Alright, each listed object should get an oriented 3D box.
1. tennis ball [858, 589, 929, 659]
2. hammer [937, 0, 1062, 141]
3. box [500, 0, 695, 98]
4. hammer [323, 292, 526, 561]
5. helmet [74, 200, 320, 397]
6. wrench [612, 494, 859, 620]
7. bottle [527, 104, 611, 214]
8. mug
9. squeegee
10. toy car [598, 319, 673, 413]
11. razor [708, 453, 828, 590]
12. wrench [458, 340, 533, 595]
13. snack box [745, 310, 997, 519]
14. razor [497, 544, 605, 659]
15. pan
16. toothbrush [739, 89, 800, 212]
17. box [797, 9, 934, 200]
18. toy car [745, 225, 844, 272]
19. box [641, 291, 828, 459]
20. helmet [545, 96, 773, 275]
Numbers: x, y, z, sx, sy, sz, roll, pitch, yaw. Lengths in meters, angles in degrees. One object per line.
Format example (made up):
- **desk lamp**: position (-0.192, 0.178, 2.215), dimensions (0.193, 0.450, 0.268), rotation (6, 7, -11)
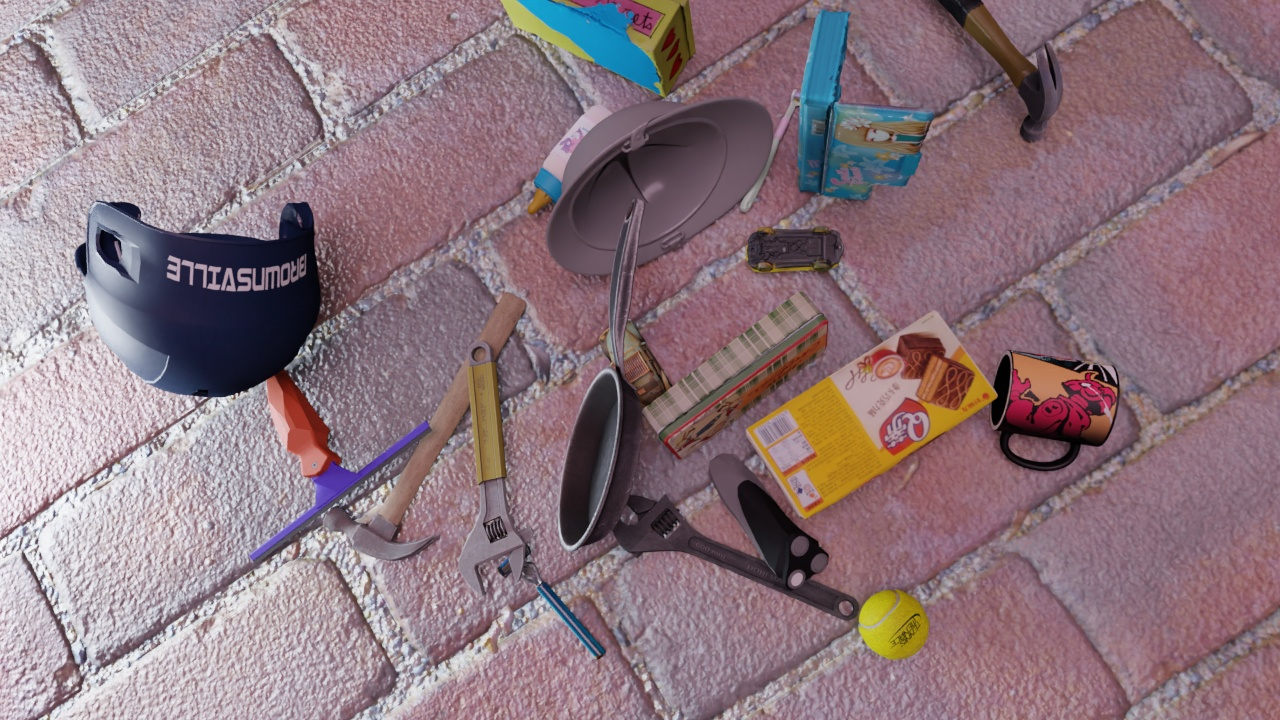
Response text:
- **tennis ball**: position (0.248, 0.258, 0.899), dimensions (0.065, 0.065, 0.065), rotation (-2, 79, 8)
- **hammer**: position (0.345, -0.392, 0.995), dimensions (0.025, 0.118, 0.333), rotation (-30, 71, -1)
- **box**: position (-0.050, -0.395, 1.040), dimensions (0.221, 0.124, 0.081), rotation (27, 86, 14)
- **hammer**: position (-0.221, 0.071, 1.028), dimensions (0.119, 0.031, 0.331), rotation (28, 81, 12)
- **helmet**: position (-0.477, -0.077, 0.998), dimensions (0.272, 0.231, 0.223), rotation (38, 123, 36)
- **wrench**: position (0.095, 0.208, 0.954), dimensions (0.273, 0.018, 0.073), rotation (21, 74, 10)
- **bottle**: position (-0.080, -0.223, 1.046), dimensions (0.051, 0.051, 0.146), rotation (39, 87, 13)
- **mug**: position (0.406, 0.054, 0.914), dimensions (0.098, 0.081, 0.118), rotation (9, 108, 10)
- **squeegee**: position (-0.379, 0.078, 1.030), dimensions (0.249, 0.055, 0.184), rotation (-37, 65, 3)
- **toy car**: position (-0.006, 0.006, 0.993), dimensions (0.047, 0.047, 0.112), rotation (-33, 76, 4)
- **razor**: position (0.124, 0.159, 0.943), dimensions (0.057, 0.060, 0.156), rotation (-30, 55, -19)
- **wrench**: position (-0.165, 0.112, 0.989), dimensions (0.084, 0.018, 0.273), rotation (-10, 78, 8)
- **snack box**: position (0.233, 0.059, 0.941), dimensions (0.230, 0.061, 0.110), rotation (-33, 76, 1)
- **razor**: position (-0.089, 0.259, 0.972), dimensions (0.042, 0.022, 0.144), rotation (-44, 81, 2)
- **pan**: position (-0.028, 0.017, 0.919), dimensions (0.055, 0.187, 0.357), rotation (15, 91, -16)
- **toothbrush**: position (0.148, -0.235, 1.033), dimensions (0.022, 0.015, 0.154), rotation (30, 83, -29)
- **box**: position (0.223, -0.240, 0.914), dimensions (0.121, 0.227, 0.098), rotation (12, 81, 11)
- **toy car**: position (0.168, -0.120, 1.000), dimensions (0.107, 0.030, 0.049), rotation (1, 78, 11)
- **box**: position (0.100, 0.019, 0.941), dimensions (0.205, 0.118, 0.049), rotation (-37, 75, -2)
- **helmet**: position (0.000, -0.214, 0.989), dimensions (0.271, 0.183, 0.117), rotation (-31, 55, -3)
